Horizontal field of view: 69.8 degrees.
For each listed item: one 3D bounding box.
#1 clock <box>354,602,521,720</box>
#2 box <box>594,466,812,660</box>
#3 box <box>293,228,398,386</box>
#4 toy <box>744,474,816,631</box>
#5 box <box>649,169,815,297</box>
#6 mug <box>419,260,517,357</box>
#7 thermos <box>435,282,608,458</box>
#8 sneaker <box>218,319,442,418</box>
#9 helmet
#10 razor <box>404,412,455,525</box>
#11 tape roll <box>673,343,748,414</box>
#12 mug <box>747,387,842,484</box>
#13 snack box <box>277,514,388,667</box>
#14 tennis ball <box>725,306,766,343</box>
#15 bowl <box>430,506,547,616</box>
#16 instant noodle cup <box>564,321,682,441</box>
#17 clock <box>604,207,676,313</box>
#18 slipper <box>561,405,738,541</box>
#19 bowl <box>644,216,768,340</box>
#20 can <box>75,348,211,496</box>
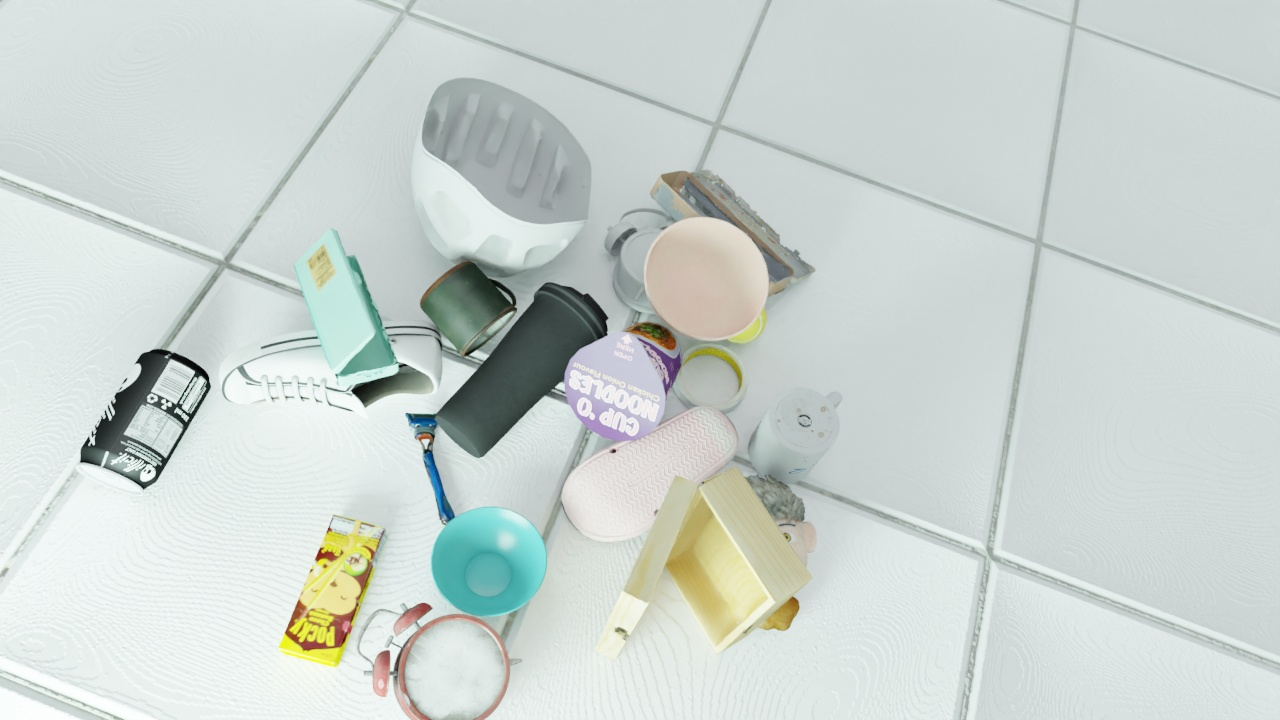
[{"bbox_3d":[-0.209,0.306,0.923,0.157,0.062,0.109,30,61,-8],"label":"clock"},{"bbox_3d":[0.046,0.210,0.911,0.184,0.249,0.141,-5,62,-12],"label":"box"},{"bbox_3d":[-0.327,-0.067,1.000,0.077,0.080,0.188,-15,51,-21],"label":"box"},{"bbox_3d":[0.139,0.213,1.026,0.132,0.076,0.175,-6,71,-11],"label":"toy"},{"bbox_3d":[0.127,-0.176,1.223,0.216,0.043,0.150,45,41,15],"label":"box"},{"bbox_3d":[-0.195,-0.068,1.079,0.081,0.085,0.110,48,43,0],"label":"mug"},{"bbox_3d":[-0.139,0.012,1.077,0.106,0.106,0.218,37,68,11],"label":"thermos"},{"bbox_3d":[-0.342,0.027,1.037,0.245,0.091,0.097,-8,57,-18],"label":"sneaker"},{"bbox_3d":[-0.177,-0.236,1.143,0.224,0.184,0.281,18,58,-33],"label":"helmet"},{"bbox_3d":[-0.237,0.124,1.044,0.043,0.018,0.140,7,56,-48],"label":"razor"},{"bbox_3d":[0.088,0.023,1.147,0.094,0.019,0.093,4,61,-7],"label":"tape roll"},{"bbox_3d":[0.193,0.080,1.088,0.119,0.097,0.083,-35,72,-23],"label":"mug"},{"bbox_3d":[-0.321,0.240,0.965,0.061,0.026,0.148,15,61,0],"label":"snack box"},{"bbox_3d":[0.128,-0.054,1.168,0.065,0.065,0.065,4,62,-7],"label":"tennis ball"},{"bbox_3d":[-0.163,0.222,0.984,0.121,0.046,0.121,5,56,-8],"label":"bowl"},{"bbox_3d":[-0.006,0.006,1.070,0.122,0.137,0.121,21,29,13],"label":"instant noodle cup"},{"bbox_3d":[0.015,-0.133,1.201,0.120,0.061,0.159,-4,58,-12],"label":"clock"},{"bbox_3d":[0.015,0.131,1.058,0.221,0.056,0.106,-30,72,-12],"label":"slipper"},{"bbox_3d":[0.072,-0.091,1.110,0.153,0.076,0.153,2,79,-10],"label":"bowl"},{"bbox_3d":[-0.535,0.066,0.993,0.080,0.080,0.145,18,61,1],"label":"can"}]
